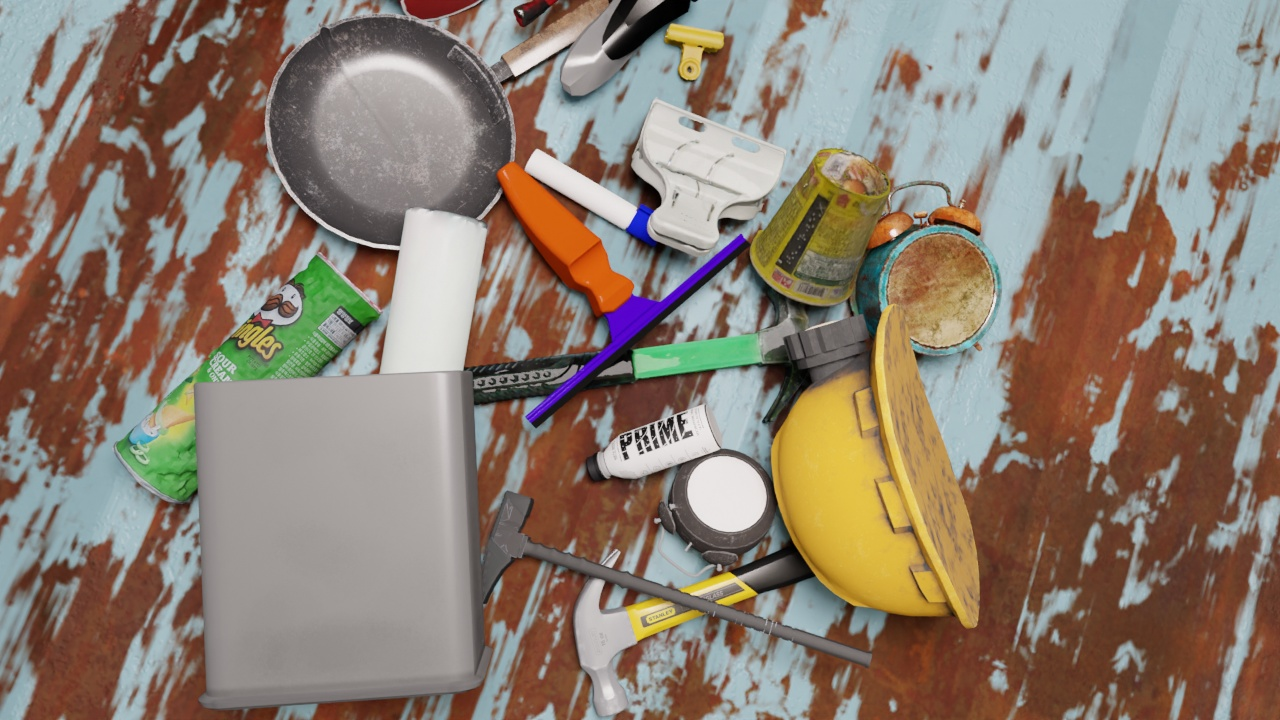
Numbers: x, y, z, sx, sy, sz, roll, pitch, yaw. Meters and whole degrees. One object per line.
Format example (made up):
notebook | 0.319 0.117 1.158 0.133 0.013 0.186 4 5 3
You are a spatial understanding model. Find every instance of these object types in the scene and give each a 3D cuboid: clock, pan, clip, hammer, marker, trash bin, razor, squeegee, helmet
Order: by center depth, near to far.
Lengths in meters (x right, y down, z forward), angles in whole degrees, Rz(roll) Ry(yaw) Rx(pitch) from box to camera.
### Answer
trash bin | -0.211 0.121 0.662 0.192 0.097 0.220 -3 89 -4
helmet | 0.176 0.095 0.740 0.132 0.205 0.255 -17 89 24
hammer | 0.025 0.199 0.750 0.325 0.015 0.095 16 78 10
clock | 0.067 0.123 0.779 0.091 0.044 0.122 36 63 12
clip | 0.054 -0.163 0.781 0.126 0.110 0.150 20 38 -3
squeegee | -0.056 -0.092 0.782 0.249 0.055 0.185 -41 94 -16
hammer | 0.096 0.192 0.801 0.323 0.029 0.127 -17 87 -10
pan | -0.150 -0.235 0.804 0.356 0.040 0.207 -36 95 -18
hammer | -0.005 0.005 0.805 0.318 0.032 0.130 -7 86 -8
razor | -0.013 -0.293 0.808 0.156 0.060 0.057 -42 121 1
marker | -0.039 -0.146 0.817 0.133 0.023 0.027 30 111 -4
clock | 0.252 -0.082 0.825 0.121 0.073 0.157 -7 97 -8
clip | 0.048 -0.285 0.842 0.054 0.046 0.048 9 58 -8

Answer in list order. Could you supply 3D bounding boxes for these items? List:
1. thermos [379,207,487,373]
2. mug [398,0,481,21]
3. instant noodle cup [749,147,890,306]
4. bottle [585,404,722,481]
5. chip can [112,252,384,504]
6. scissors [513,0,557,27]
thermos | -0.175 -0.005 0.743 0.068 0.068 0.230 9 93 -7
mug | -0.198 -0.353 0.790 0.116 0.080 0.096 -22 87 -3
instant noodle cup | 0.157 -0.118 0.782 0.102 0.108 0.102 12 44 -12
bottle | 0.009 0.075 0.782 0.116 0.041 0.041 -21 87 12
chip can | -0.314 0.014 0.739 0.075 0.075 0.223 45 81 -1
scissors | -0.059 -0.376 0.796 0.198 0.015 0.179 -50 119 -20
